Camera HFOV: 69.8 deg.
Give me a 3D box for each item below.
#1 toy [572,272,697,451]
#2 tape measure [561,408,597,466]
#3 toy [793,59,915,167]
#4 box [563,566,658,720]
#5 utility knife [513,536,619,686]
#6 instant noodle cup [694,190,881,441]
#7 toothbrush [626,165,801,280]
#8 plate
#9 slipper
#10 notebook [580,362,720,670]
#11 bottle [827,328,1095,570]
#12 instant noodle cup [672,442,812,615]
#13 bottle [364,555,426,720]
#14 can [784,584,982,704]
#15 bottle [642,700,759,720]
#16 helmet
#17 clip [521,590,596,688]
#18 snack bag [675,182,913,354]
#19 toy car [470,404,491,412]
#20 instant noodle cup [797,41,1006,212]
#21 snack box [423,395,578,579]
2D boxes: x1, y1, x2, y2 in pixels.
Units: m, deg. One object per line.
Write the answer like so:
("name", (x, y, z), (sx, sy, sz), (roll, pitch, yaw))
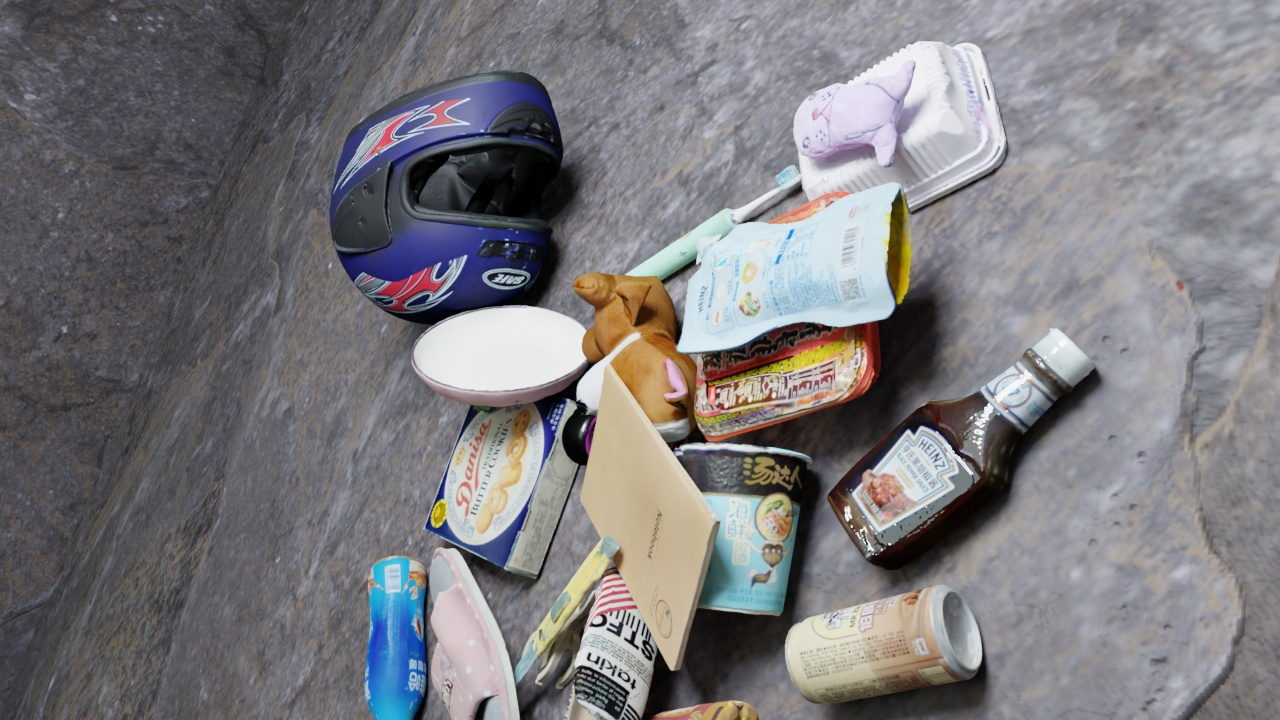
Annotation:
("toy", (-0.005, 0.005, 0.843), (0.130, 0.140, 0.199), (-21, 52, -11))
("tape measure", (-0.045, 0.075, 0.895), (0.039, 0.057, 0.057), (-2, 59, 46))
("toy", (0.166, -0.190, 0.730), (0.108, 0.039, 0.084), (9, 84, 49))
("box", (-0.025, 0.244, 0.732), (0.087, 0.076, 0.162), (-56, 8, 22))
("utility knife", (-0.068, 0.221, 0.800), (0.199, 0.021, 0.031), (-62, 24, 27))
("instant noodle cup", (0.124, -0.029, 0.747), (0.165, 0.079, 0.188), (-20, 56, 40))
("toothbrush", (0.067, -0.124, 0.905), (0.225, 0.027, 0.026), (-30, 12, 35))
("plate", (-0.145, -0.001, 0.981), (0.192, 0.192, 0.039), (43, 141, 50))
("slipper", (-0.176, 0.285, 0.897), (0.274, 0.054, 0.114), (-130, 43, -51))
("notebook", (-0.001, 0.117, 0.726), (0.207, 0.008, 0.148), (-126, 40, -50))
("bottle", (0.218, 0.058, 0.623), (0.195, 0.044, 0.079), (-46, 42, 19))
("instant noodle cup", (0.074, 0.131, 0.702), (0.111, 0.111, 0.120), (-9, 71, 45))
("bottle", (-0.264, 0.322, 0.993), (0.065, 0.065, 0.218), (-36, 47, 30))
("can", (0.158, 0.188, 0.602), (0.117, 0.058, 0.058), (-27, 51, 36))
("bottle", (0.012, 0.298, 0.703), (0.175, 0.057, 0.057), (-24, 52, 38))
("helmet", (-0.217, -0.168, 1.083), (0.316, 0.246, 0.240), (-18, 82, 37))
("clip", (-0.062, 0.254, 0.831), (0.105, 0.034, 0.081), (-50, 39, 13))
("snack bag", (0.109, -0.066, 0.693), (0.191, 0.038, 0.110), (-11, 69, 41))
("toy car", (-0.188, 0.028, 1.029), (0.091, 0.036, 0.043), (14, 79, 54))
("instant noodle cup", (0.203, -0.190, 0.767), (0.174, 0.060, 0.137), (-25, 52, 36))
("snack box", (-0.145, 0.123, 0.988), (0.183, 0.045, 0.177), (7, 74, 49))
